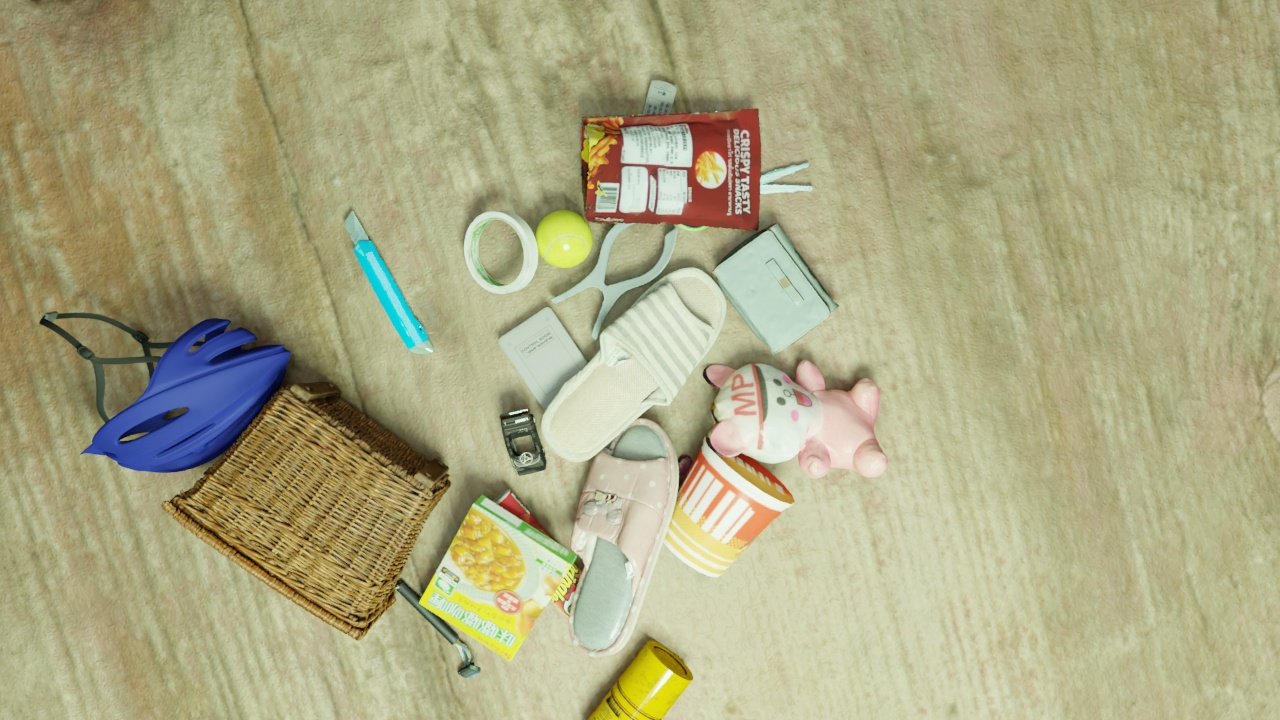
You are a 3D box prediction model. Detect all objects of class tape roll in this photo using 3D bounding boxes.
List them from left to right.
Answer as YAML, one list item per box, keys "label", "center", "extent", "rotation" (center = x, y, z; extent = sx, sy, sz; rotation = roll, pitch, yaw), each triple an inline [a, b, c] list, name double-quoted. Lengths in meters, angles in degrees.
- label: "tape roll"
  center: [-0.159, -0.123, 1.046]
  extent: [0.094, 0.018, 0.094]
  rotation: [7, 104, 28]

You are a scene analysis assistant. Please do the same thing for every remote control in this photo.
- label: "remote control"
  center: [-0.097, 0.017, 1.083]
  extent: [0.074, 0.019, 0.151]
  rotation: [-34, 95, 1]
- label: "remote control"
  center: [0.010, -0.256, 1.065]
  extent: [0.033, 0.013, 0.136]
  rotation: [15, 95, -6]

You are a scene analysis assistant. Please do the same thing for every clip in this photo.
- label: "clip"
  center: [-0.039, -0.119, 1.070]
  extent: [0.115, 0.028, 0.163]
  rotation: [41, 91, -4]

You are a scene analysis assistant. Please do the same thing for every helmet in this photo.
- label: "helmet"
  center: [-0.523, 0.008, 0.998]
  extent: [0.241, 0.147, 0.227]
  rotation: [-37, 100, 2]

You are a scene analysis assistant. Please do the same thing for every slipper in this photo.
- label: "slipper"
  center: [-0.028, 0.197, 1.041]
  extent: [0.114, 0.054, 0.274]
  rotation: [4, 75, 36]
- label: "slipper"
  center: [-0.006, 0.006, 1.058]
  extent: [0.114, 0.054, 0.272]
  rotation: [43, 85, -13]

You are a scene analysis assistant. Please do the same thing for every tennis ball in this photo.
- label: "tennis ball"
  center: [-0.087, -0.138, 1.046]
  extent: [0.065, 0.065, 0.065]
  rotation: [0, 95, -2]

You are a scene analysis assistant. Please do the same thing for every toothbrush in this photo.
- label: "toothbrush"
  center: [0.005, 0.193, 1.104]
  extent: [0.016, 0.016, 0.190]
  rotation: [35, 93, -6]

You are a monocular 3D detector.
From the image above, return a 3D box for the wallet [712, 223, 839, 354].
- label: "wallet"
  center: [0.157, -0.084, 1.071]
  extent: [0.100, 0.054, 0.131]
  rotation: [-38, 91, 1]

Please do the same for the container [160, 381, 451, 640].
- label: "container"
  center: [-0.345, 0.148, 1.015]
  extent: [0.250, 0.162, 0.183]
  rotation: [34, 89, -2]

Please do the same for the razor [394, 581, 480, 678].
- label: "razor"
  center: [-0.243, 0.321, 1.106]
  extent: [0.144, 0.022, 0.043]
  rotation: [51, 136, -2]

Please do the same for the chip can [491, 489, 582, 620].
- label: "chip can"
  center: [-0.105, 0.249, 1.088]
  extent: [0.052, 0.052, 0.214]
  rotation: [-40, 95, 1]

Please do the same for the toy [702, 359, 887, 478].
- label: "toy"
  center: [0.176, 0.070, 1.060]
  extent: [0.213, 0.084, 0.141]
  rotation: [9, 57, -9]

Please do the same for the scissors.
- label: "scissors"
  center: [0.120, -0.193, 1.077]
  extent: [0.175, 0.032, 0.093]
  rotation: [-3, 92, 2]

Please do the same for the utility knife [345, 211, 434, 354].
- label: "utility knife"
  center: [-0.295, -0.087, 1.067]
  extent: [0.031, 0.015, 0.185]
  rotation: [-27, 98, -3]

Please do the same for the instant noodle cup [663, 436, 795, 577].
- label: "instant noodle cup"
  center: [0.091, 0.173, 1.061]
  extent: [0.123, 0.123, 0.121]
  rotation: [34, 100, -5]

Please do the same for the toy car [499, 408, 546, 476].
- label: "toy car"
  center: [-0.136, 0.097, 1.067]
  extent: [0.040, 0.037, 0.092]
  rotation: [-13, 128, -3]

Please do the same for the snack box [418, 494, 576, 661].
- label: "snack box"
  center: [-0.168, 0.254, 1.063]
  extent: [0.132, 0.027, 0.168]
  rotation: [32, 115, 2]

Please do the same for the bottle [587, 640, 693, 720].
- label: "bottle"
  center: [-0.014, 0.422, 1.098]
  extent: [0.071, 0.071, 0.164]
  rotation: [37, 93, -5]

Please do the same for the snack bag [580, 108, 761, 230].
- label: "snack bag"
  center: [0.038, -0.215, 1.035]
  extent: [0.208, 0.066, 0.139]
  rotation: [-2, 94, -8]
